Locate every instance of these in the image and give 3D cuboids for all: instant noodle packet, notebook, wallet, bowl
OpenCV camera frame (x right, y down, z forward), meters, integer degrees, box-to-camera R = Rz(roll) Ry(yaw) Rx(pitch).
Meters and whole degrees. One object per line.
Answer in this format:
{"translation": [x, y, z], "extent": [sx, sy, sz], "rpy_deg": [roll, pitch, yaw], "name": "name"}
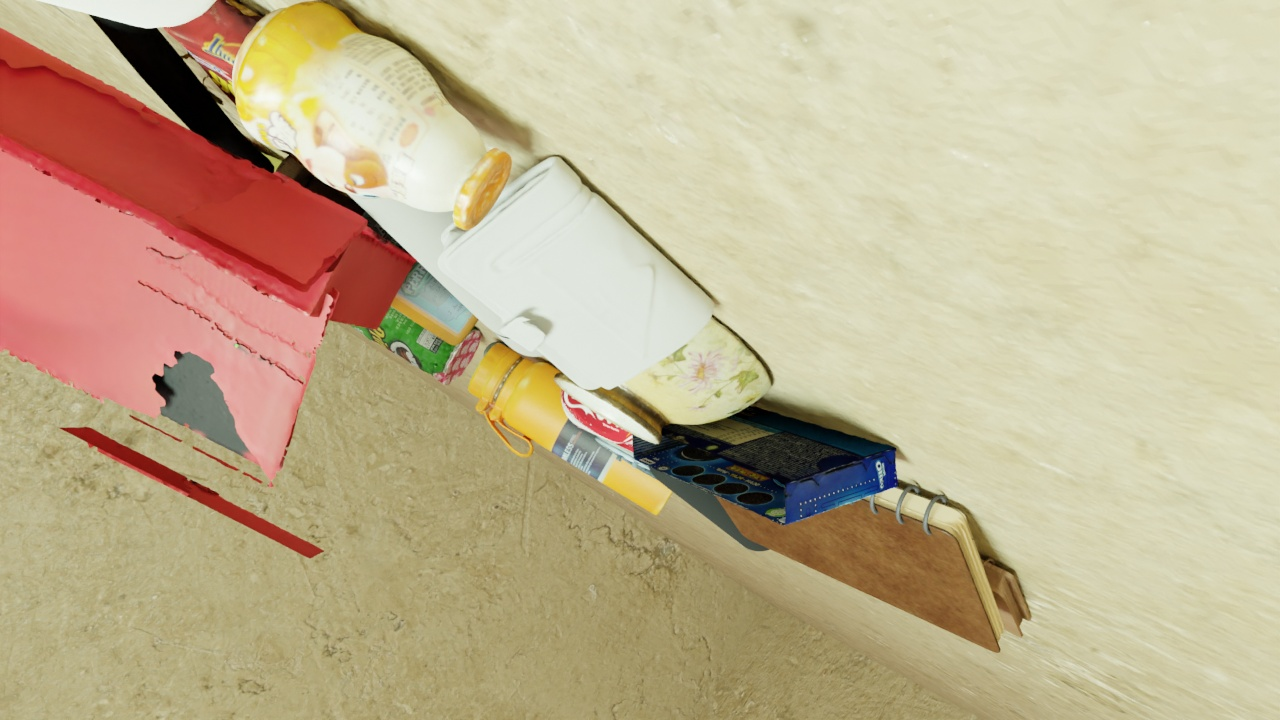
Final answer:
{"translation": [-0.182, -0.134, 0.478], "extent": [0.098, 0.039, 0.135], "rpy_deg": [37, 171, 8], "name": "instant noodle packet"}
{"translation": [0.135, 0.114, 0.644], "extent": [0.226, 0.024, 0.167], "rpy_deg": [18, 151, 43], "name": "notebook"}
{"translation": [0.194, 0.144, 0.723], "extent": [0.211, 0.022, 0.169], "rpy_deg": [24, 167, 35], "name": "notebook"}
{"translation": [-0.030, -0.034, 0.426], "extent": [0.086, 0.032, 0.116], "rpy_deg": [-33, 125, 30], "name": "wallet"}
{"translation": [-0.003, 0.003, 0.528], "extent": [0.145, 0.063, 0.145], "rpy_deg": [30, 168, 7], "name": "bowl"}

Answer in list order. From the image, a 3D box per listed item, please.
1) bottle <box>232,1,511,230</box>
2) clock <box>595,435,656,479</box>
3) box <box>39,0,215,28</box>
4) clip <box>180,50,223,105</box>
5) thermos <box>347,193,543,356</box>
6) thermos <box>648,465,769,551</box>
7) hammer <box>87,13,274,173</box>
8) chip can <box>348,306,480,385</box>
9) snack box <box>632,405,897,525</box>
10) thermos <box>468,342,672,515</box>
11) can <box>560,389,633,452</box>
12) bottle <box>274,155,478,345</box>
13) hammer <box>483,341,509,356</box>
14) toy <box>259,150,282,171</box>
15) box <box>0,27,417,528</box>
{"translation": [-0.106, -0.096, 0.371], "extent": [0.109, 0.063, 0.063], "rpy_deg": [30, 169, 2], "name": "bottle"}
{"translation": [-0.003, 0.064, 0.818], "extent": [0.117, 0.057, 0.083], "rpy_deg": [38, 168, -32], "name": "clock"}
{"translation": [-0.164, -0.166, 0.227], "extent": [0.083, 0.143, 0.137], "rpy_deg": [31, -160, 17], "name": "box"}
{"translation": [-0.277, -0.178, 0.566], "extent": [0.054, 0.044, 0.050], "rpy_deg": [34, 144, -22], "name": "clip"}
{"translation": [-0.093, -0.062, 0.513], "extent": [0.052, 0.052, 0.224], "rpy_deg": [27, 168, 24], "name": "thermos"}
{"translation": [0.057, 0.096, 0.779], "extent": [0.061, 0.061, 0.231], "rpy_deg": [22, 165, 42], "name": "thermos"}
{"translation": [-0.267, -0.180, 0.458], "extent": [0.127, 0.029, 0.324], "rpy_deg": [27, 165, 9], "name": "hammer"}
{"translation": [-0.290, -0.057, 1.023], "extent": [0.223, 0.075, 0.075], "rpy_deg": [30, 169, 8], "name": "chip can"}
{"translation": [0.068, 0.055, 0.541], "extent": [0.082, 0.027, 0.150], "rpy_deg": [-10, -166, -30], "name": "snack box"}
{"translation": [-0.066, 0.071, 0.932], "extent": [0.232, 0.091, 0.076], "rpy_deg": [31, 142, 3], "name": "thermos"}
{"translation": [-0.005, 0.030, 0.648], "extent": [0.064, 0.064, 0.105], "rpy_deg": [40, 167, -37], "name": "can"}
{"translation": [-0.169, -0.079, 0.608], "extent": [0.157, 0.067, 0.068], "rpy_deg": [34, 169, -12], "name": "bottle"}
{"translation": [-0.021, 0.082, 1.016], "extent": [0.330, 0.033, 0.132], "rpy_deg": [29, 167, 13], "name": "hammer"}
{"translation": [-0.331, -0.155, 0.772], "extent": [0.135, 0.045, 0.091], "rpy_deg": [18, 162, 31], "name": "toy"}
{"translation": [-0.264, -0.028, 0.327], "extent": [0.215, 0.141, 0.510], "rpy_deg": [28, -164, -2], "name": "box"}
